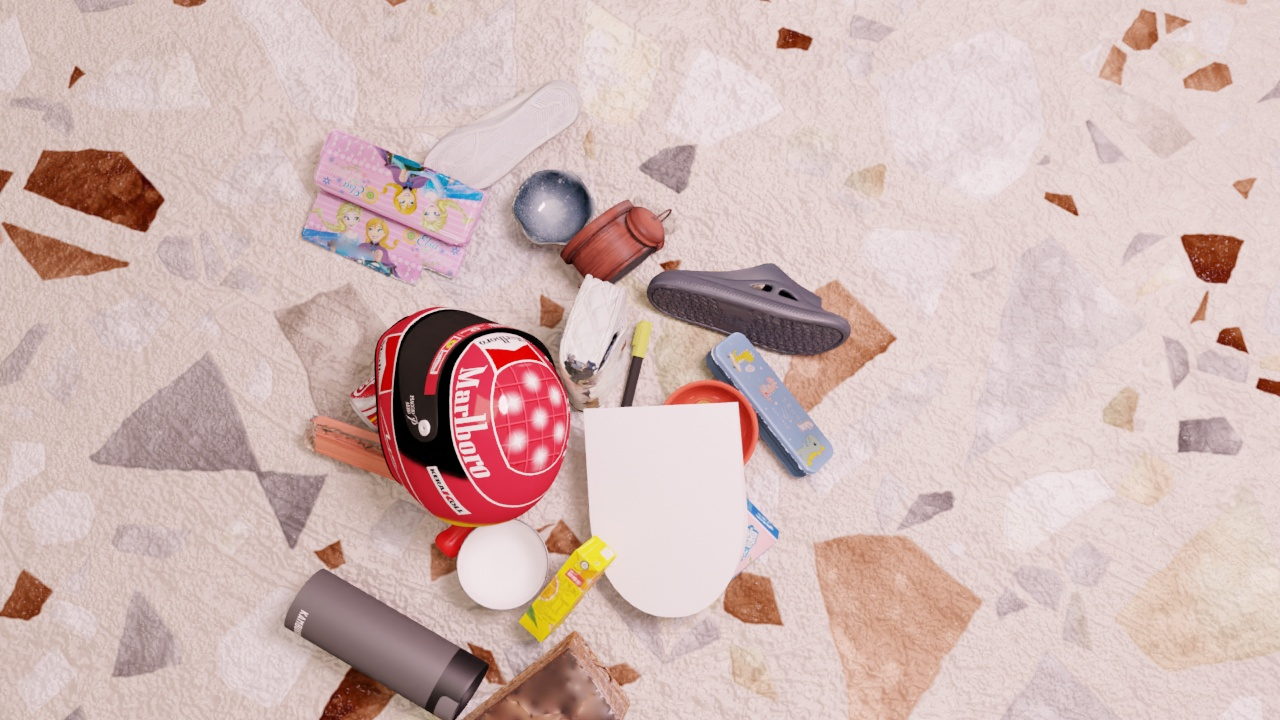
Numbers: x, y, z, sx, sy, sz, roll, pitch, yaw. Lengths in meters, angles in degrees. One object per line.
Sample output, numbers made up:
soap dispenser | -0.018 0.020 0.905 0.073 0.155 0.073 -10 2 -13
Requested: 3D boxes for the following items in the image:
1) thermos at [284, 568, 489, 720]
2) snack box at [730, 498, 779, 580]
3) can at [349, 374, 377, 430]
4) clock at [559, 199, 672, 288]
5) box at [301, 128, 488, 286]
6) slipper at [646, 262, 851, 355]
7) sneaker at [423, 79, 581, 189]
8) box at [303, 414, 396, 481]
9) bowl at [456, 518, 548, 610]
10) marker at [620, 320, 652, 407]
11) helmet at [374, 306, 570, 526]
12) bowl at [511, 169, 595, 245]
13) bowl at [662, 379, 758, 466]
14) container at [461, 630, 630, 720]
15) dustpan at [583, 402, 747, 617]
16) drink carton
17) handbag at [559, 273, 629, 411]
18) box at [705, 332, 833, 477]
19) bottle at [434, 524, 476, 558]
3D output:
thermos | -0.311 0.351 1.130 0.240 0.082 0.082 28 81 5
snack box | 0.091 0.193 1.155 0.154 0.033 0.088 46 110 0
can | -0.321 0.038 1.197 0.104 0.064 0.064 -40 82 -7
clock | -0.026 -0.155 1.206 0.158 0.120 0.072 -38 89 2
box | -0.339 -0.197 1.240 0.230 0.035 0.159 23 95 4
slipper | 0.145 -0.079 1.206 0.268 0.111 0.083 15 64 9
sneaker | -0.185 -0.309 1.263 0.242 0.090 0.089 -27 110 13
box | -0.344 0.107 1.195 0.188 0.056 0.063 20 44 2
bowl | -0.170 0.255 1.156 0.113 0.063 0.113 0 79 0
marker | -0.007 0.007 1.224 0.021 0.018 0.123 21 78 -41
helmet | -0.193 0.062 1.092 0.197 0.225 0.271 -8 90 -46
bowl | -0.116 -0.200 1.246 0.110 0.055 0.110 0 79 0
bowl | 0.087 0.089 1.188 0.130 0.045 0.130 0 93 7
container | -0.120 0.431 1.099 0.198 0.113 0.114 -37 81 -5
dustpan | 0.036 0.183 1.139 0.192 0.053 0.257 -3 91 15
drink carton | -0.088 0.280 1.124 0.043 0.058 0.135 41 111 11
handbag | -0.054 -0.015 1.141 0.072 0.195 0.138 17 78 3
box | 0.170 0.056 1.187 0.068 0.059 0.210 -37 87 -8
bottle | -0.210 0.201 1.180 0.119 0.036 0.036 -43 82 -8
